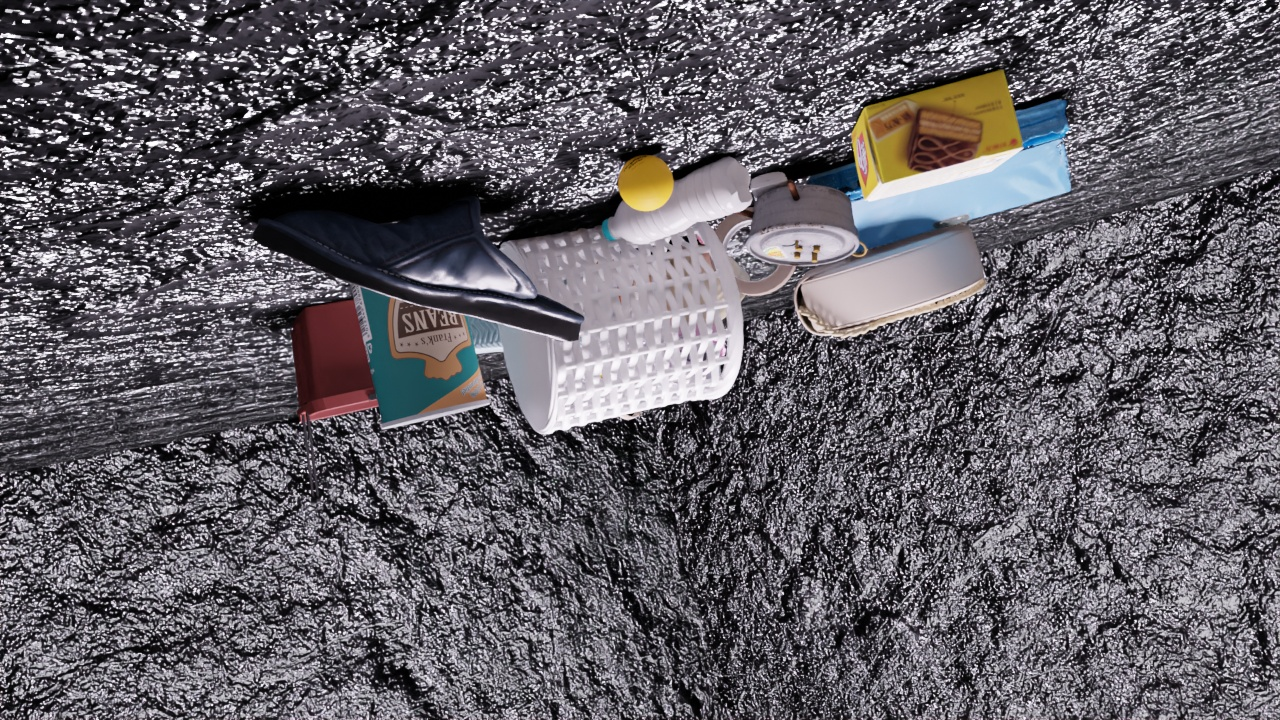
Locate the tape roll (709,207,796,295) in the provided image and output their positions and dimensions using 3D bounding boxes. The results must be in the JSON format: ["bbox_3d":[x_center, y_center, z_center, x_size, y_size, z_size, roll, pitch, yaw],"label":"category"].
[{"bbox_3d":[0.124,-0.118,0.997,0.094,0.093,0.030,-14,178,14],"label":"tape roll"}]

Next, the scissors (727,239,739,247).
[{"bbox_3d":[0.045,-0.133,1.208,0.152,0.014,0.131,-16,-179,-40],"label":"scissors"}]

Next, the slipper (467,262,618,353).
[{"bbox_3d":[-0.145,-0.053,0.998,0.245,0.104,0.074,-7,178,-14],"label":"slipper"}]

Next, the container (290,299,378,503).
[{"bbox_3d":[-0.314,0.043,1.005,0.126,0.201,0.148,-12,178,-28],"label":"container"}]

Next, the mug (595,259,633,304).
[{"bbox_3d":[-0.049,-0.087,1.109,0.112,0.077,0.096,-37,-172,-24],"label":"mug"}]

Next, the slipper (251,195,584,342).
[{"bbox_3d":[-0.140,-0.081,0.660,0.265,0.083,0.109,13,-170,-45],"label":"slipper"}]

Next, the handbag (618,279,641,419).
[{"bbox_3d":[-0.032,-0.017,1.257,0.062,0.198,0.175,-14,178,28],"label":"handbag"}]

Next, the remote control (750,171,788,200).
[{"bbox_3d":[0.128,-0.164,0.893,0.033,0.012,0.130,-12,178,11],"label":"remote control"}]

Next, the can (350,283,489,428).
[{"bbox_3d":[-0.203,-0.019,0.840,0.099,0.144,0.099,-14,178,-1],"label":"can"}]

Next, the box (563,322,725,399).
[{"bbox_3d":[-0.007,0.006,1.042,0.201,0.101,0.111,2,164,9],"label":"box"}]

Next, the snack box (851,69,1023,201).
[{"bbox_3d":[0.222,-0.169,0.703,0.106,0.061,0.083,-14,178,6],"label":"snack box"}]

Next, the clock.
[{"bbox_3d":[0.163,-0.121,0.871,0.147,0.056,0.104,12,163,-36],"label":"clock"}]

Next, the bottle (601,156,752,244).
[{"bbox_3d":[0.026,-0.128,0.766,0.136,0.044,0.044,-15,178,34],"label":"bottle"}]

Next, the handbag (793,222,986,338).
[{"bbox_3d":[0.284,-0.102,1.067,0.209,0.103,0.210,-17,-175,15],"label":"handbag"}]

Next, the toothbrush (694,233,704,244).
[{"bbox_3d":[0.075,-0.144,1.067,0.022,0.016,0.134,-14,178,20],"label":"toothbrush"}]

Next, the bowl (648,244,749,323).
[{"bbox_3d":[0.053,-0.093,1.141,0.151,0.075,0.150,-30,-156,15],"label":"bowl"}]

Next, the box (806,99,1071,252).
[{"bbox_3d":[0.296,-0.183,0.904,0.232,0.060,0.175,-14,162,22],"label":"box"}]

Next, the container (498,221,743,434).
[{"bbox_3d":[-0.026,-0.038,0.888,0.186,0.189,0.190,-12,178,-20],"label":"container"}]

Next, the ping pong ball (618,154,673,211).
[{"bbox_3d":[0.004,-0.128,0.664,0.040,0.040,0.040,-14,178,-1],"label":"ping pong ball"}]
